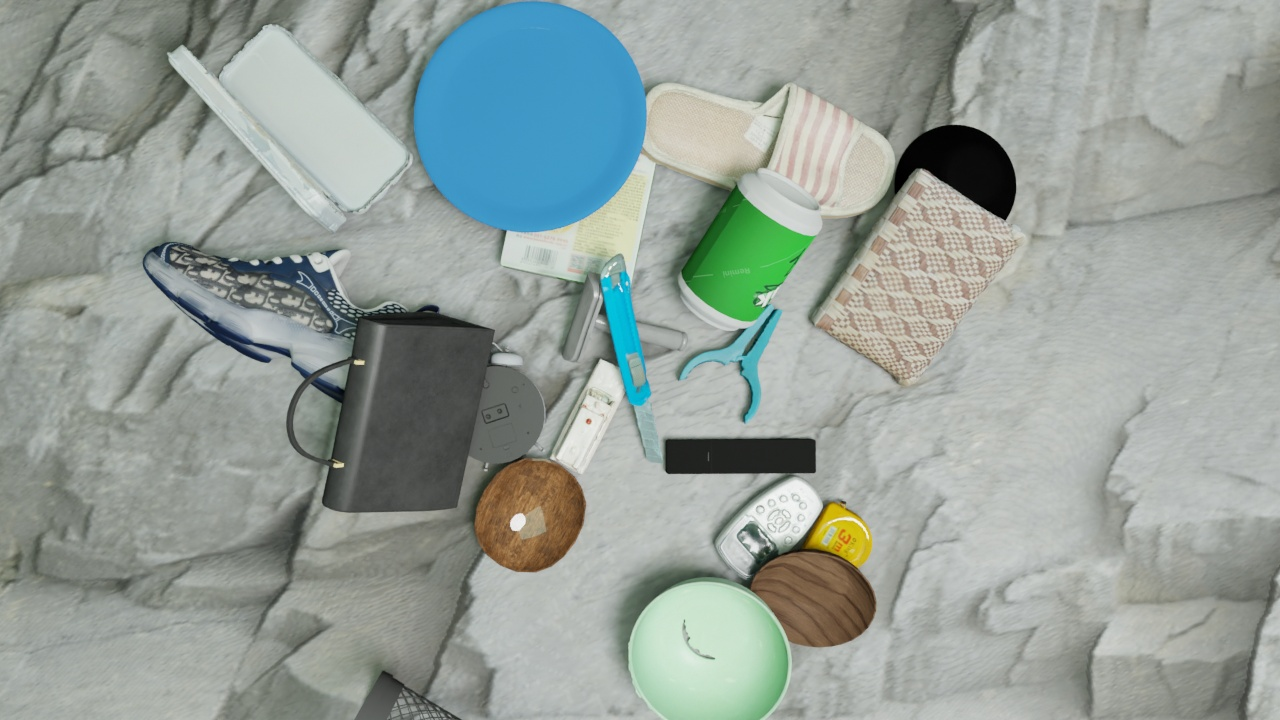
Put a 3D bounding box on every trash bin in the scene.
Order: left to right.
[{"bbox_3d":[-0.184,0.430,0.814,0.227,0.218,0.217,29,89,-4],"label":"trash bin"}]

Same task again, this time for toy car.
[{"bbox_3d":[-0.049,0.055,0.904,0.039,0.039,0.113,27,89,0],"label":"toy car"}]

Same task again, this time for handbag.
[{"bbox_3d":[-0.229,0.046,0.799,0.072,0.195,0.176,16,96,26],"label":"handbag"},{"bbox_3d":[0.266,-0.078,0.892,0.124,0.047,0.186,33,107,-1],"label":"handbag"}]

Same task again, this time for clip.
[{"bbox_3d":[0.085,0.002,0.915,0.120,0.033,0.122,1,89,3],"label":"clip"}]

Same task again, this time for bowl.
[{"bbox_3d":[-0.108,0.151,0.907,0.102,0.026,0.114,31,91,-5],"label":"bowl"},{"bbox_3d":[0.067,0.272,0.877,0.151,0.077,0.151,1,97,8],"label":"bowl"},{"bbox_3d":[0.168,0.223,0.891,0.119,0.032,0.119,6,120,11],"label":"bowl"},{"bbox_3d":[0.320,-0.178,0.905,0.124,0.052,0.124,0,89,-1],"label":"bowl"}]

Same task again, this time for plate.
[{"bbox_3d":[-0.106,-0.234,0.889,0.224,0.024,0.224,0,87,3],"label":"plate"}]

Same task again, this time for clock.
[{"bbox_3d":[-0.144,0.042,0.906,0.094,0.035,0.122,-18,88,-1],"label":"clock"}]

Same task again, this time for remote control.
[{"bbox_3d":[0.100,0.095,0.917,0.150,0.013,0.034,0,89,-1],"label":"remote control"},{"bbox_3d":[0.128,0.164,0.909,0.114,0.028,0.060,-41,89,-1],"label":"remote control"}]

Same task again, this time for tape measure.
[{"bbox_3d":[0.199,0.177,0.908,0.059,0.030,0.068,28,95,1],"label":"tape measure"}]

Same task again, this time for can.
[{"bbox_3d":[0.101,-0.103,0.862,0.088,0.087,0.140,33,118,0],"label":"can"}]

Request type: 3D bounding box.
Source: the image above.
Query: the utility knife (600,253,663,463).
[{"bbox_3d":[-0.005,0.005,0.881,0.031,0.015,0.220,-20,114,-15],"label":"utility knife"}]

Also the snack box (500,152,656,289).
[{"bbox_3d":[-0.058,-0.161,0.914,0.132,0.027,0.168,12,88,-1],"label":"snack box"}]

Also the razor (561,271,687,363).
[{"bbox_3d":[-0.009,-0.031,0.902,0.116,0.047,0.088,13,116,-15],"label":"razor"}]

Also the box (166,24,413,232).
[{"bbox_3d":[-0.337,-0.234,0.876,0.210,0.105,0.129,42,85,0],"label":"box"}]

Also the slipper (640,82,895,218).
[{"bbox_3d":[0.126,-0.212,0.896,0.263,0.052,0.115,12,90,-7],"label":"slipper"}]

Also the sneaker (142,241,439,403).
[{"bbox_3d":[-0.336,-0.061,0.888,0.269,0.103,0.132,27,74,0],"label":"sneaker"}]
